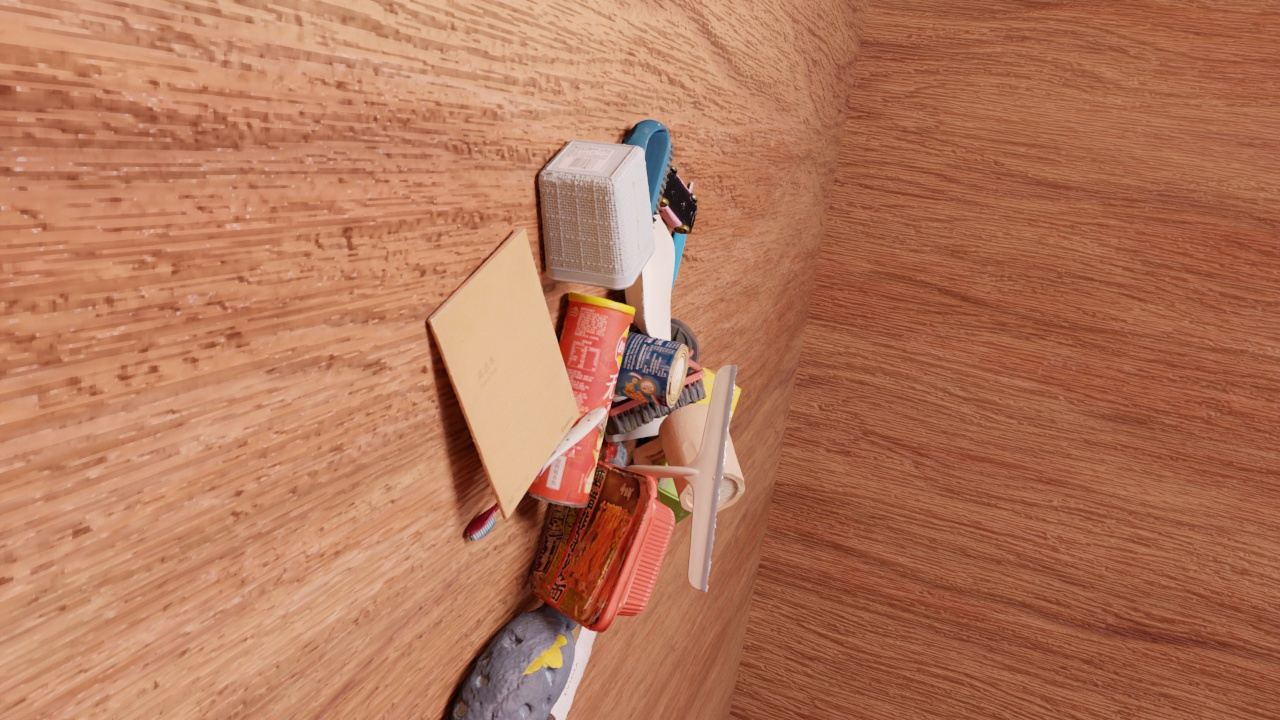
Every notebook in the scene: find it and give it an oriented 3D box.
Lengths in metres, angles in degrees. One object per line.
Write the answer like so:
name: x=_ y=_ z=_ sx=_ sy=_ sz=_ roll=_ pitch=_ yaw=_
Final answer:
notebook: x=-0.112 y=0.013 z=0.805 sx=0.149 sy=0.012 sz=0.212 roll=-57 pitch=143 yaw=-46

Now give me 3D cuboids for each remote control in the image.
remote control: x=0.005 y=0.071 z=1.187 sx=0.134 sy=0.019 sz=0.056 roll=-6 pitch=92 yaw=-47

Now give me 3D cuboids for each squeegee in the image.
squeegee: x=0.001 y=0.133 z=1.063 sx=0.039 sy=0.247 sz=0.246 roll=20 pitch=71 yaw=-33

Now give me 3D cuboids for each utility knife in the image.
utility knife: x=0.055 y=-0.177 z=1.280 sx=0.034 sy=0.018 sz=0.166 roll=62 pitch=41 yaw=-70

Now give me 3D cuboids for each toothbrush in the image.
toothbrush: x=-0.096 y=0.107 z=0.883 sx=0.187 sy=0.016 sz=0.017 roll=-43 pitch=133 yaw=-26

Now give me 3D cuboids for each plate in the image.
plate: x=0.009 y=-0.097 z=1.114 sx=0.163 sy=0.034 sz=0.164 roll=50 pitch=41 yaw=-70

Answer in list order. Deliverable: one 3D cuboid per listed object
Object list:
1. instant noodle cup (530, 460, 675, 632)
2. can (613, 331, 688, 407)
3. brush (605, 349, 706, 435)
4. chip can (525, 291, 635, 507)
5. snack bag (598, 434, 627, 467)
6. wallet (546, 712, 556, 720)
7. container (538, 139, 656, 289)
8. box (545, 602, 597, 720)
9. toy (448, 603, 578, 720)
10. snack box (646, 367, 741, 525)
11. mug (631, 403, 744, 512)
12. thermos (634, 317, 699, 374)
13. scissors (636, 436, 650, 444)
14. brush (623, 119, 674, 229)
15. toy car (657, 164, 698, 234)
instant noodle cup: x=-0.034 y=0.196 z=0.976 sx=0.079 sy=0.189 sz=0.164 roll=25 pitch=81 yaw=-27
can: x=-0.006 y=0.006 z=1.046 sx=0.075 sy=0.111 sz=0.075 roll=14 pitch=89 yaw=-74
brush: x=0.015 y=0.036 z=1.118 sx=0.063 sy=0.145 sz=0.069 roll=-15 pitch=-84 yaw=69
chip can: x=-0.063 y=0.040 z=0.953 sx=0.073 sy=0.073 sz=0.216 roll=12 pitch=91 yaw=-74
snack bag: x=-0.033 y=0.122 z=1.195 sx=0.105 sy=0.026 sz=0.045 roll=60 pitch=28 yaw=-67
wallet: x=-0.142 y=0.419 z=0.959 sx=0.122 sy=0.020 sz=0.097 roll=-48 pitch=-179 yaw=-28
container: x=-0.041 y=-0.141 z=0.865 sx=0.089 sy=0.090 sz=0.112 roll=-60 pitch=153 yaw=-47
box: x=-0.104 y=0.366 z=1.098 sx=0.090 sy=0.059 sz=0.183 roll=79 pitch=27 yaw=-55
toy: x=-0.129 y=0.338 z=0.936 sx=0.355 sy=0.091 sz=0.138 roll=-54 pitch=164 yaw=-49
snack box: x=0.054 y=0.134 z=1.309 sx=0.158 sy=0.070 sz=0.209 roll=-49 pitch=-165 yaw=55
mug: x=0.054 y=0.125 z=1.086 sx=0.084 sy=0.125 sz=0.103 roll=52 pitch=16 yaw=-44
thermos: x=0.034 y=0.000 z=1.234 sx=0.143 sy=0.093 sz=0.093 roll=69 pitch=36 yaw=-76
scissors: x=-0.005 y=0.083 z=1.292 sx=0.168 sy=0.012 sz=0.147 roll=-51 pitch=149 yaw=-54
brush: x=-0.005 y=-0.196 z=0.996 sx=0.073 sy=0.055 sz=0.143 roll=40 pitch=64 yaw=-72
toy car: x=0.040 y=-0.206 z=1.179 sx=0.122 sy=0.037 sz=0.056 roll=41 pitch=59 yaw=-58
